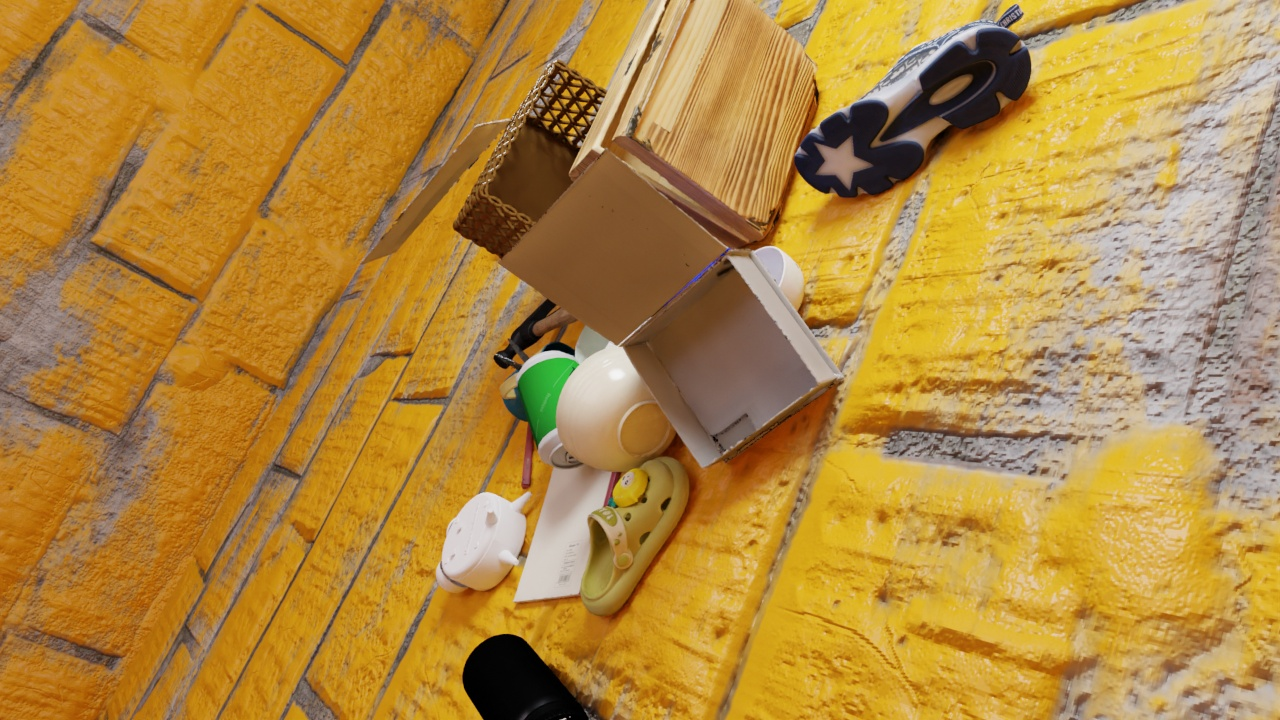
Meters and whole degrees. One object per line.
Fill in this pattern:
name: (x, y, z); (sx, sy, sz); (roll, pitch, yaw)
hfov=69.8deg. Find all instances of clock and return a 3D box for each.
clock: (-0.222, 0.244, 1.249); (0.161, 0.073, 0.125); (-32, 37, 38)

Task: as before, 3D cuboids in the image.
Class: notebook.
notebook: (-0.087, 0.199, 1.151); (0.153, 0.012, 0.208); (-20, 45, 47)

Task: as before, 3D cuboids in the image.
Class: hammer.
hammer: (-0.092, -0.069, 1.261); (0.306, 0.040, 0.132); (-21, 25, 54)

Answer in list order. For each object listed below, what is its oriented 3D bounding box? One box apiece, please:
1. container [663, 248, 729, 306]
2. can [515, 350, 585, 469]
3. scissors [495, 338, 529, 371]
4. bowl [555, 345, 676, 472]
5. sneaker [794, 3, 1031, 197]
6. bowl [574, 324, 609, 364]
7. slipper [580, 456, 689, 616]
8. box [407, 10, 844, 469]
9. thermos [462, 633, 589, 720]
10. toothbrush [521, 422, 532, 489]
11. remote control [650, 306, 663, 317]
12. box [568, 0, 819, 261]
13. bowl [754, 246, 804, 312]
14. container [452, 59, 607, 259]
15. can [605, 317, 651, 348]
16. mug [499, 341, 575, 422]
container: (0.051, -0.093, 1.023); (0.114, 0.096, 0.058); (-1, 80, 44)
can: (-0.102, 0.062, 1.172); (0.088, 0.087, 0.139); (-42, 52, 26)
scissors: (-0.116, 0.030, 1.248); (0.154, 0.163, 0.012); (-15, 1, 9)
bowl: (-0.012, 0.065, 1.036); (0.151, 0.150, 0.075); (-56, 36, 1)
sneaker: (0.288, -0.280, 0.990); (0.270, 0.103, 0.132); (-30, 24, 40)
bowl: (-0.029, -0.025, 1.236); (0.118, 0.061, 0.117); (-39, 33, 31)
slipper: (-0.024, 0.183, 0.999); (0.190, 0.081, 0.092); (-61, 26, -2)
box: (-0.017, -0.108, 0.911); (0.167, 0.478, 0.118); (-41, 8, 27)
thermos: (-0.113, 0.363, 0.945); (0.086, 0.086, 0.199); (-60, 28, -6)
toothbrush: (-0.168, 0.114, 1.357); (0.016, 0.016, 0.189); (-40, 33, 27)
remote control: (0.032, -0.106, 1.201); (0.009, 0.046, 0.125); (-36, -33, -52)
box: (0.085, -0.303, 1.159); (0.168, 0.245, 0.278); (-22, 43, 60)
bowl: (0.140, -0.071, 1.027); (0.105, 0.054, 0.104); (-39, 34, 33)
container: (-0.094, -0.236, 1.311); (0.219, 0.251, 0.214); (-64, 17, -14)
can: (-0.006, 0.007, 1.118); (0.116, 0.086, 0.087); (-57, 28, 0)
mug: (-0.151, 0.033, 1.317); (0.108, 0.113, 0.083); (-33, 72, 38)
